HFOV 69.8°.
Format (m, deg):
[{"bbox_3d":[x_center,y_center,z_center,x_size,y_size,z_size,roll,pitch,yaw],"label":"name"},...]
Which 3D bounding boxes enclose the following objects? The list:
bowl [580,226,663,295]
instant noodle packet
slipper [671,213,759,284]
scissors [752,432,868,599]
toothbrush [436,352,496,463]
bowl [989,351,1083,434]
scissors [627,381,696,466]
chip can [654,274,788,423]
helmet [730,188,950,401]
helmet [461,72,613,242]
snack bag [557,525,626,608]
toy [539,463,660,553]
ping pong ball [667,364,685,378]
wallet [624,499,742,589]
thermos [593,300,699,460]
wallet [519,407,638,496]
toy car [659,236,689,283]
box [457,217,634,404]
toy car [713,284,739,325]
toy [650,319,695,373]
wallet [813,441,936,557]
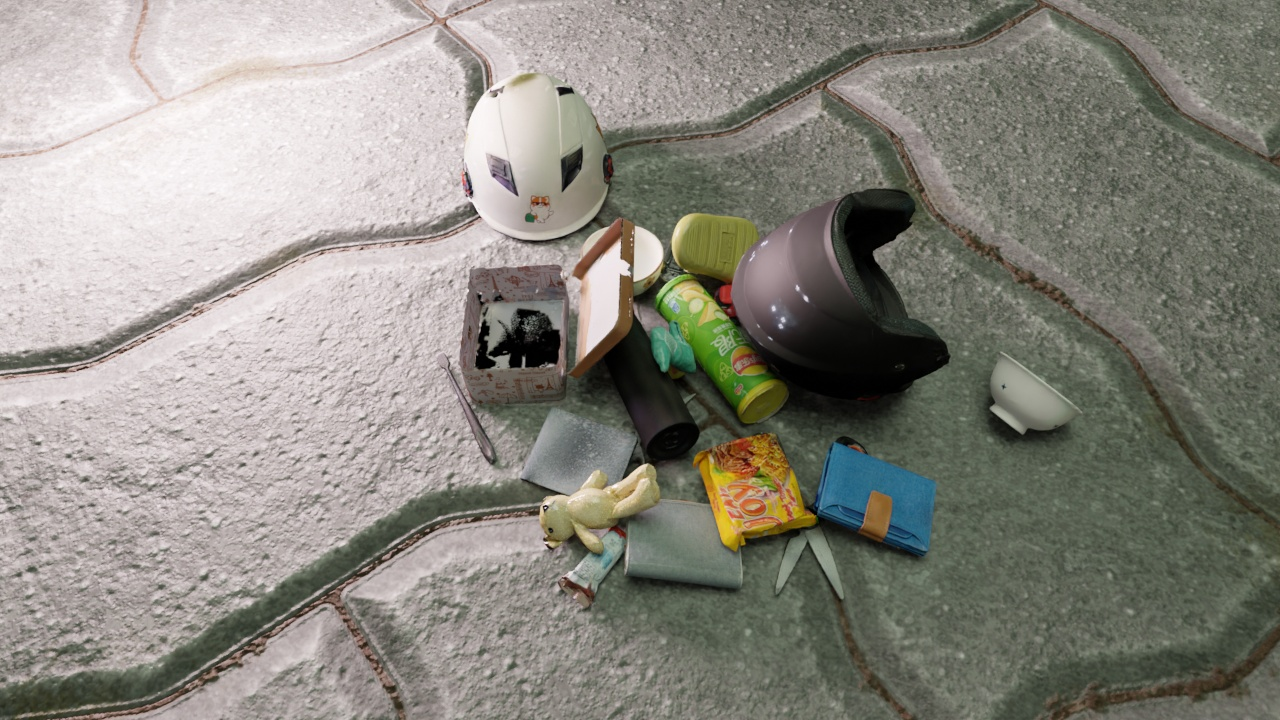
[{"bbox_3d":[-0.025,-0.127,1.271,0.113,0.062,0.113,0,52,0],"label":"bowl"},{"bbox_3d":[0.129,0.147,1.044,0.110,0.044,0.128,-13,54,-11],"label":"instant noodle packet"},{"bbox_3d":[0.091,-0.154,1.236,0.082,0.190,0.091,14,96,38],"label":"slipper"},{"bbox_3d":[0.199,0.165,1.070,0.224,0.022,0.221,-29,57,-20],"label":"scissors"},{"bbox_3d":[-0.221,0.059,1.165,0.015,0.018,0.181,-27,59,-9],"label":"toothbrush"},{"bbox_3d":[0.466,0.050,1.115,0.118,0.118,0.065,45,104,29],"label":"bowl"},{"bbox_3d":[-0.004,0.088,1.138,0.166,0.014,0.162,-3,52,-2],"label":"scissors"},{"bbox_3d":[0.099,-0.020,1.180,0.072,0.073,0.221,-25,56,-17],"label":"chip can"},{"bbox_3d":[0.244,-0.067,1.115,0.231,0.274,0.233,-14,59,24],"label":"helmet"},{"bbox_3d":[-0.158,-0.326,1.365,0.230,0.157,0.273,-5,53,-2],"label":"helmet"},{"bbox_3d":[-0.045,0.224,1.027,0.045,0.026,0.105,35,62,16],"label":"snack bag"},{"bbox_3d":[-0.047,0.160,1.023,0.157,0.066,0.105,-24,51,23],"label":"toy"},{"bbox_3d":[0.042,0.004,1.183,0.040,0.040,0.040,-1,53,1],"label":"ping pong ball"},{"bbox_3d":[0.047,0.203,1.032,0.129,0.037,0.106,8,46,-6],"label":"wallet"},{"bbox_3d":[-0.007,0.007,1.145,0.068,0.090,0.242,-23,52,-6],"label":"thermos"},{"bbox_3d":[-0.073,0.118,1.098,0.121,0.019,0.097,18,74,17],"label":"wallet"},{"bbox_3d":[0.057,-0.142,1.297,0.042,0.035,0.090,15,60,14],"label":"toy car"},{"bbox_3d":[-0.109,-0.054,1.166,0.273,0.130,0.178,-19,50,24],"label":"box"},{"bbox_3d":[0.158,-0.076,1.240,0.120,0.045,0.052,3,54,1],"label":"toy car"},{"bbox_3d":[0.040,-0.015,1.137,0.030,0.092,0.096,-27,58,24],"label":"toy"},{"bbox_3d":[0.270,0.158,1.052,0.133,0.040,0.106,21,52,2],"label":"wallet"}]
